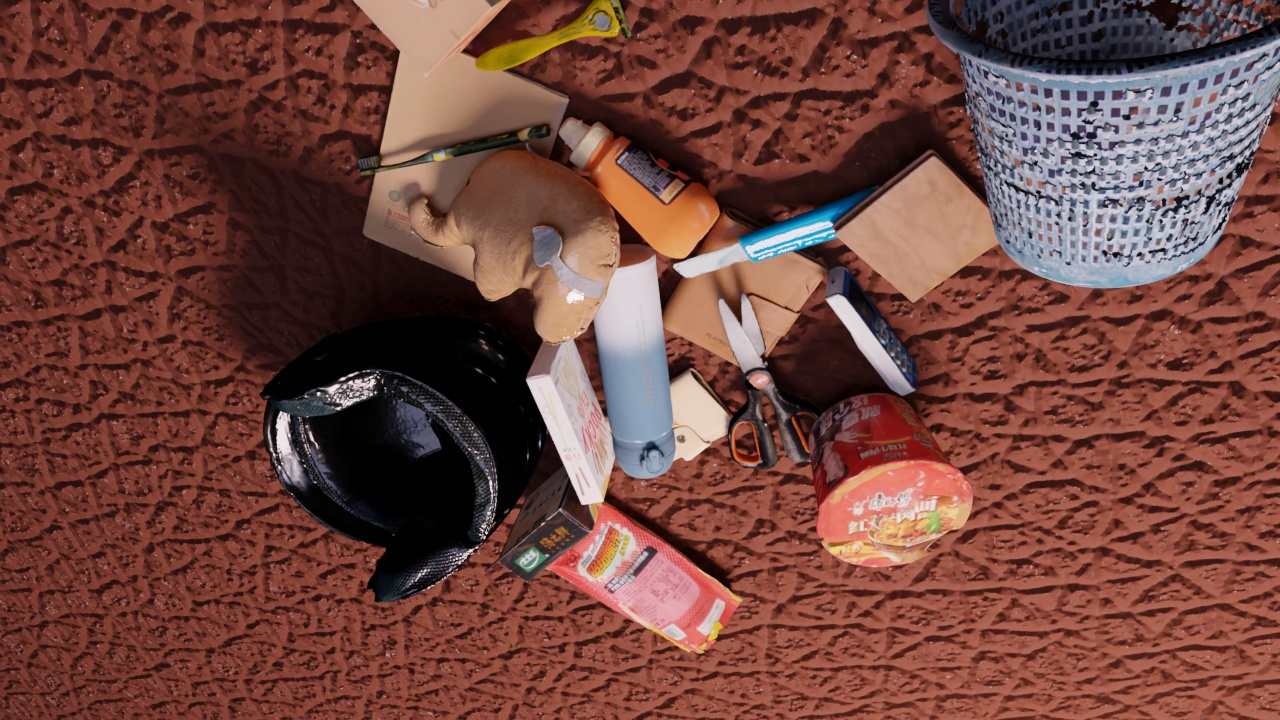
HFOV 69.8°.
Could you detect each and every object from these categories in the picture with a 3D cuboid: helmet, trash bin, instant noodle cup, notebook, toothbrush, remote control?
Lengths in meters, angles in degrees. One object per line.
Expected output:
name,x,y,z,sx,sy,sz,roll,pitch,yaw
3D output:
helmet,-0.221,0.073,0.866,0.275,0.229,0.233,-7,112,36
trash bin,0.312,-0.165,0.608,0.227,0.226,0.195,-5,135,16
instant noodle cup,0.217,0.103,0.842,0.138,0.108,0.138,-3,129,-4
notebook,-0.162,-0.169,0.819,0.148,0.008,0.208,23,125,-3
toothbrush,-0.165,-0.185,0.797,0.186,0.012,0.017,-7,110,18
remote control,0.203,-0.024,0.809,0.024,0.048,0.125,-28,113,30

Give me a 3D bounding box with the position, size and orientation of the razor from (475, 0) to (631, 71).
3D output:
razor,-0.074,-0.255,0.728,0.133,0.028,0.043,-14,123,18

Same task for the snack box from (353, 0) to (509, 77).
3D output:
snack box,-0.155,-0.283,0.687,0.077,0.094,0.093,-35,110,26

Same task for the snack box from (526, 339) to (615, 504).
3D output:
snack box,-0.065,0.055,0.901,0.027,0.084,0.157,-11,121,17

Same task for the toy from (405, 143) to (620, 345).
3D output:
toy,-0.109,-0.113,0.784,0.226,0.082,0.143,32,106,32

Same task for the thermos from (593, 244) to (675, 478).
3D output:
thermos,-0.005,0.005,0.850,0.070,0.070,0.221,-1,115,14

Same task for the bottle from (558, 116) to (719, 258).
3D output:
bottle,-0.006,-0.151,0.768,0.149,0.066,0.067,39,123,-5

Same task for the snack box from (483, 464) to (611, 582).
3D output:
snack box,-0.094,0.165,0.957,0.053,0.125,0.113,39,123,-14

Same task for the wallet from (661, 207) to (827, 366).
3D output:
wallet,0.090,-0.060,0.824,0.108,0.031,0.132,28,126,-5

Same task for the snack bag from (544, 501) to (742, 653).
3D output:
snack bag,0.002,0.245,1.032,0.208,0.073,0.129,34,120,-5

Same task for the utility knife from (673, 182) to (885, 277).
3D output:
utility knife,0.125,-0.106,0.765,0.203,0.018,0.034,-18,124,8

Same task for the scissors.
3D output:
scissors,0.100,0.030,0.856,0.161,0.021,0.234,-32,124,29

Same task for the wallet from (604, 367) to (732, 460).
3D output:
wallet,0.033,0.065,0.925,0.115,0.024,0.087,-33,112,28

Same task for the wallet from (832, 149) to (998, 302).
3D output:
wallet,0.230,-0.107,0.750,0.115,0.020,0.101,31,126,-29
